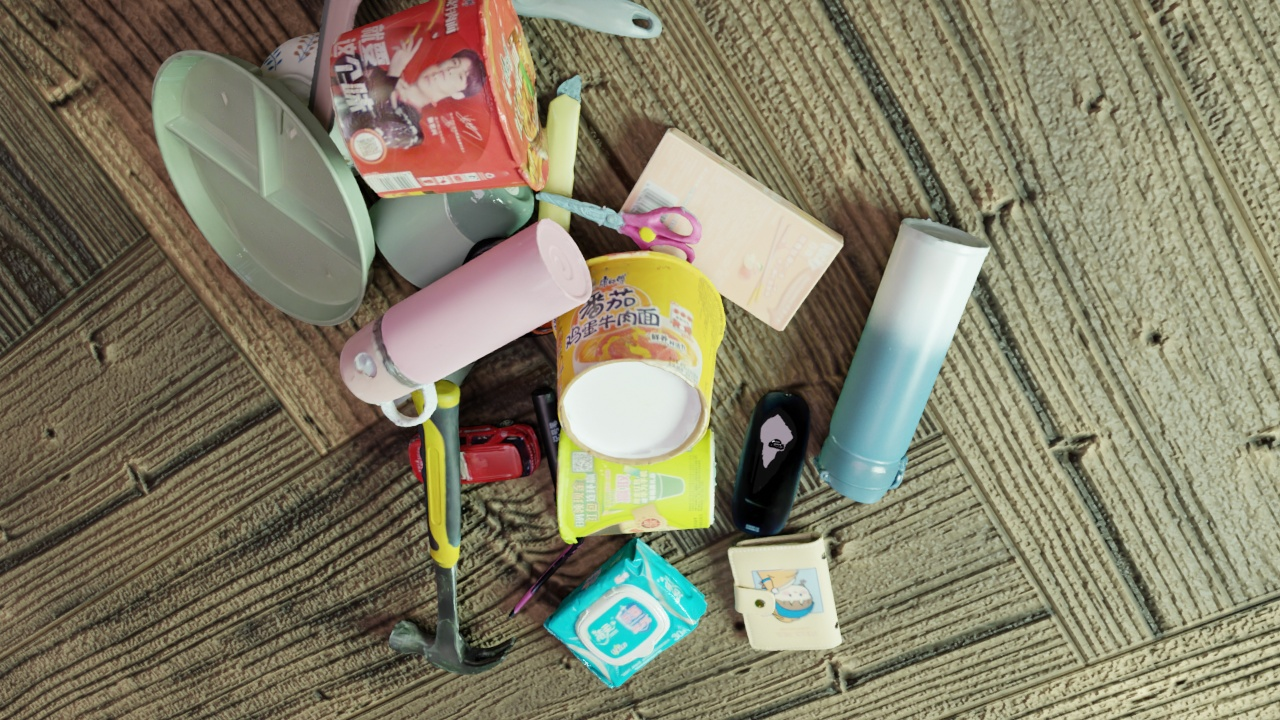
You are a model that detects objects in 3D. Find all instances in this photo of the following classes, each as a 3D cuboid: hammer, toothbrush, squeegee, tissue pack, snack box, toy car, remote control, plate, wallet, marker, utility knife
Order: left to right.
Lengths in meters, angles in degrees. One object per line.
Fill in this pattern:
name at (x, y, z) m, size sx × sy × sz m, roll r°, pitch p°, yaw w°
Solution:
plate at (-0.292, -0.131, 0.716) m, size 0.230 × 0.027 × 0.231 m, roll 24°, pitch 136°, yaw 25°
hammer at (-0.170, 0.159, 0.810) m, size 0.126 × 0.031 × 0.324 m, roll 14°, pitch 122°, yaw 14°
toy car at (-0.149, 0.083, 0.807) m, size 0.121 × 0.045 × 0.053 m, roll -6°, pitch 107°, yaw 16°
squeegee at (-0.107, -0.261, 0.655) m, size 0.249 × 0.040 × 0.247 m, roll 9°, pitch 93°, yaw -2°
marker at (-0.074, 0.086, 0.805) m, size 0.022 × 0.020 × 0.132 m, roll 3°, pitch 114°, yaw 35°
utility knife at (-0.064, -0.138, 0.721) m, size 0.031 × 0.018 × 0.166 m, roll 9°, pitch 113°, yaw 4°
toothbrush at (-0.067, 0.180, 0.842) m, size 0.018 × 0.014 × 0.190 m, roll 34°, pitch 114°, yaw -12°
tissue pack at (-0.015, 0.230, 0.829) m, size 0.093 × 0.050 × 0.134 m, roll 43°, pitch 113°, yaw -7°
snack box at (0.067, -0.099, 0.702) m, size 0.157 × 0.026 × 0.085 m, roll 33°, pitch 114°, yaw -1°
remote control at (0.108, 0.092, 0.766) m, size 0.053 × 0.024 × 0.137 m, roll 12°, pitch 112°, yaw 7°
wallet at (0.124, 0.204, 0.804) m, size 0.087 × 0.024 × 0.115 m, roll -9°, pitch 114°, yaw 12°

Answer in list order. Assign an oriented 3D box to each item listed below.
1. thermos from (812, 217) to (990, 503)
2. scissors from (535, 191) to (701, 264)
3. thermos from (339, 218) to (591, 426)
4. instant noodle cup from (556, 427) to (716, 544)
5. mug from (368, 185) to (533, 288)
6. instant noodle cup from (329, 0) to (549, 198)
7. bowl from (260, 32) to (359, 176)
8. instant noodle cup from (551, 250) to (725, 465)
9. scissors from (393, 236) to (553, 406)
thermos at (0.194, 0.005, 0.696) m, size 0.070 × 0.070 × 0.221 m, roll 16°, pitch 113°, yaw 5°
scissors at (-0.018, -0.106, 0.696) m, size 0.133 × 0.017 × 0.056 m, roll 19°, pitch 129°, yaw 10°
thermos at (-0.129, -0.021, 0.674) m, size 0.199 × 0.067 × 0.087 m, roll -27°, pitch 90°, yaw 21°
instant noodle cup at (0.000, 0.095, 0.751) m, size 0.123 × 0.111 × 0.112 m, roll 1°, pitch 110°, yaw 4°
mug at (-0.149, -0.129, 0.714) m, size 0.106 × 0.082 × 0.111 m, roll -33°, pitch 69°, yaw 21°
instant noodle cup at (-0.130, -0.170, 0.601) m, size 0.109 × 0.137 × 0.138 m, roll -10°, pitch 108°, yaw 7°
bowl at (-0.254, -0.196, 0.715) m, size 0.113 × 0.062 × 0.113 m, roll 3°, pitch 109°, yaw 9°
instant noodle cup at (-0.004, 0.004, 0.688) m, size 0.138 × 0.109 × 0.138 m, roll 2°, pitch 132°, yaw 2°
scissors at (-0.122, -0.013, 0.760) m, size 0.189 × 0.021 × 0.230 m, roll -2°, pitch 141°, yaw -17°
